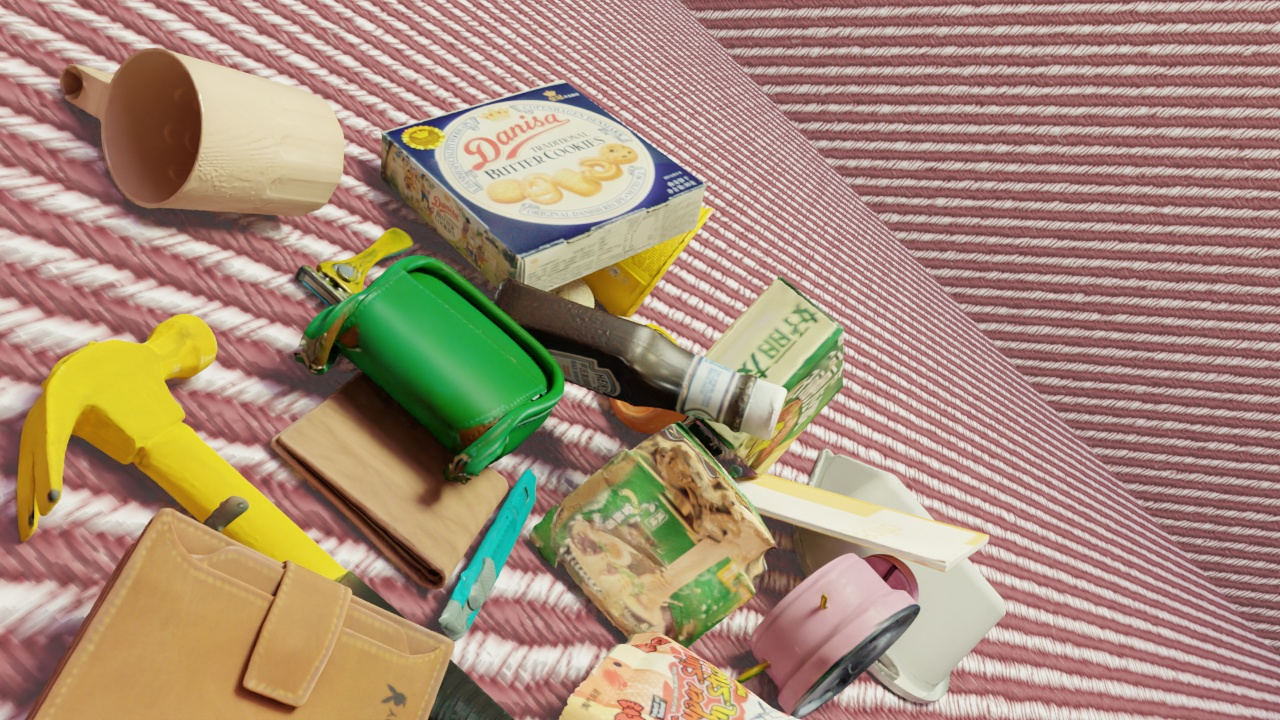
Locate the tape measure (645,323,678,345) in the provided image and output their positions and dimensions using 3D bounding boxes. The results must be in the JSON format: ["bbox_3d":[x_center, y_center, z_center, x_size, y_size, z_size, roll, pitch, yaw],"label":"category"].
[{"bbox_3d":[0.014,-0.004,0.829,0.060,0.029,0.057,12,43,-52],"label":"tape measure"}]

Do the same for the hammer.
[{"bbox_3d":[-0.141,0.105,0.410,0.300,0.033,0.128,45,25,-7],"label":"hammer"}]

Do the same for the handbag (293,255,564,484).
[{"bbox_3d":[-0.118,0.007,0.527,0.131,0.068,0.120,42,25,-1],"label":"handbag"}]

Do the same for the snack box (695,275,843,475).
[{"bbox_3d":[0.101,0.022,0.728,0.063,0.114,0.240,42,-1,17],"label":"snack box"}]

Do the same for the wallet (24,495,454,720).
[{"bbox_3d":[-0.142,0.124,0.340,0.130,0.035,0.118,34,58,-25],"label":"wallet"}]

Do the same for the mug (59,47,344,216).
[{"bbox_3d":[-0.254,-0.135,0.540,0.125,0.084,0.103,28,16,23],"label":"mug"}]

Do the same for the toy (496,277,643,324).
[{"bbox_3d":[-0.051,-0.044,0.737,0.157,0.066,0.105,33,25,-37],"label":"toy"}]

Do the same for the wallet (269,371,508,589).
[{"bbox_3d":[-0.133,0.060,0.507,0.115,0.020,0.101,42,22,-7],"label":"wallet"}]

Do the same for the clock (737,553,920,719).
[{"bbox_3d":[0.142,0.190,0.653,0.158,0.117,0.060,7,35,-53],"label":"clock"}]

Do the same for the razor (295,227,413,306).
[{"bbox_3d":[-0.179,-0.068,0.614,0.043,0.028,0.132,41,23,-8],"label":"razor"}]

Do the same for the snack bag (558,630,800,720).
[{"bbox_3d":[0.068,0.209,0.468,0.208,0.073,0.128,27,11,13],"label":"snack bag"}]

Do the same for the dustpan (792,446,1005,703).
[{"bbox_3d":[0.226,0.209,0.887,0.222,0.142,0.258,50,-5,4],"label":"dustpan"}]

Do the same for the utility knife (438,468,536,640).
[{"bbox_3d":[-0.081,0.106,0.518,0.151,0.013,0.029,-67,152,-63],"label":"utility knife"}]

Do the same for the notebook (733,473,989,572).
[{"bbox_3d":[0.163,0.126,0.745,0.206,0.010,0.145,13,5,32],"label":"notebook"}]

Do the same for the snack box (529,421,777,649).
[{"bbox_3d":[0.016,0.105,0.593,0.118,0.118,0.105,49,12,-1],"label":"snack box"}]

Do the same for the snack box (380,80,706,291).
[{"bbox_3d":[-0.076,-0.138,0.707,0.177,0.046,0.182,-28,57,-34],"label":"snack box"}]

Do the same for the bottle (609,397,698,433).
[{"bbox_3d":[0.030,0.029,0.774,0.066,0.067,0.149,57,19,19],"label":"bottle"}]

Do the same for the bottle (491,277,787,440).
[{"bbox_3d":[-0.004,0.003,0.593,0.195,0.044,0.080,19,-21,9],"label":"bottle"}]

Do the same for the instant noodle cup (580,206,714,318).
[{"bbox_3d":[-0.018,-0.115,0.828,0.110,0.138,0.137,38,25,-1],"label":"instant noodle cup"}]
